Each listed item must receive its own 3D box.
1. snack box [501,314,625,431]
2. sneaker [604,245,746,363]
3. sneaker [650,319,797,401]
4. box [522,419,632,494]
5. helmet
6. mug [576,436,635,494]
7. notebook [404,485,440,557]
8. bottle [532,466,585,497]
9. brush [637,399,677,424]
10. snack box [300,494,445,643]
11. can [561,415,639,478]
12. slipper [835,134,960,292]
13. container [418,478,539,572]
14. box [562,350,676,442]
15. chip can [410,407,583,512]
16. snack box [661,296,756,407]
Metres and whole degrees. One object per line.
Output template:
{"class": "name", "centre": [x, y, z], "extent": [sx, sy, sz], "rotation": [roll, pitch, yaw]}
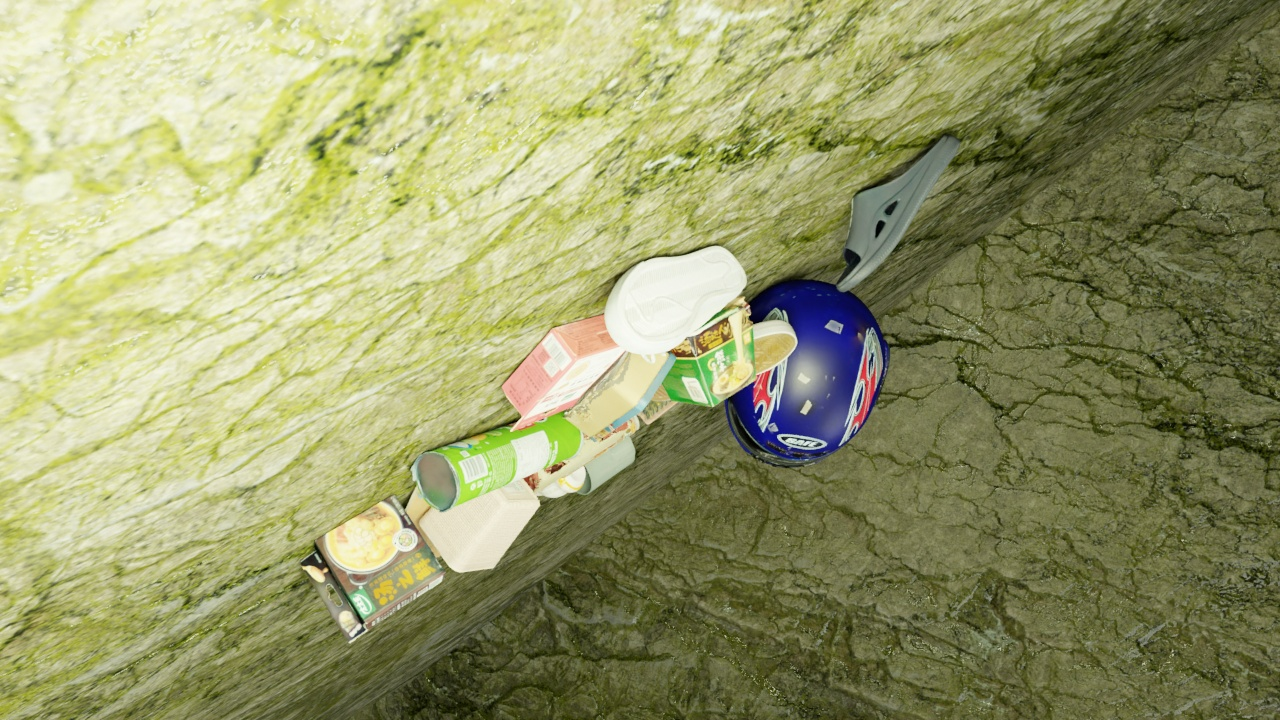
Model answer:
{"class": "snack box", "centre": [-0.083, 0.010, 0.983], "extent": [0.127, 0.044, 0.113], "rotation": [-45, 166, 32]}
{"class": "sneaker", "centre": [0.021, -0.054, 0.956], "extent": [0.091, 0.089, 0.241], "rotation": [-39, 175, 35]}
{"class": "sneaker", "centre": [0.103, -0.018, 1.301], "extent": [0.242, 0.087, 0.118], "rotation": [-21, 142, 25]}
{"class": "box", "centre": [-0.094, 0.121, 1.297], "extent": [0.168, 0.080, 0.092], "rotation": [-31, 168, -28]}
{"class": "helmet", "centre": [0.246, 0.035, 1.405], "extent": [0.240, 0.247, 0.316], "rotation": [-78, 177, -77]}
{"class": "mug", "centre": [-0.069, 0.144, 1.492], "extent": [0.103, 0.084, 0.124], "rotation": [-29, 141, -36]}
{"class": "notebook", "centre": [-0.255, 0.202, 1.194], "extent": [0.147, 0.008, 0.208], "rotation": [-13, 144, -46]}
{"class": "bottle", "centre": [-0.140, 0.185, 1.441], "extent": [0.109, 0.063, 0.063], "rotation": [-22, 178, 32]}
{"class": "brush", "centre": [0.049, 0.033, 1.410], "extent": [0.145, 0.063, 0.073], "rotation": [-36, 164, -10]}
{"class": "snack box", "centre": [-0.306, 0.236, 1.049], "extent": [0.125, 0.113, 0.053], "rotation": [-31, 166, -26]}
{"class": "can", "centre": [-0.075, 0.118, 1.393], "extent": [0.145, 0.058, 0.058], "rotation": [-31, 167, -23]}
{"class": "slipper", "centre": [0.336, -0.214, 1.271], "extent": [0.268, 0.083, 0.111], "rotation": [-54, 178, -4]}
{"class": "container", "centre": [-0.196, 0.190, 1.141], "extent": [0.111, 0.090, 0.089], "rotation": [-50, 154, 13]}
{"class": "box", "centre": [-0.026, 0.031, 1.082], "extent": [0.089, 0.059, 0.185], "rotation": [-56, -169, -26]}
{"class": "chip can", "centre": [-0.161, 0.112, 1.087], "extent": [0.072, 0.072, 0.235], "rotation": [-44, 166, 30]}
{"class": "snack box", "centre": [0.072, -0.007, 1.098], "extent": [0.117, 0.106, 0.118], "rotation": [-29, -161, -32]}
